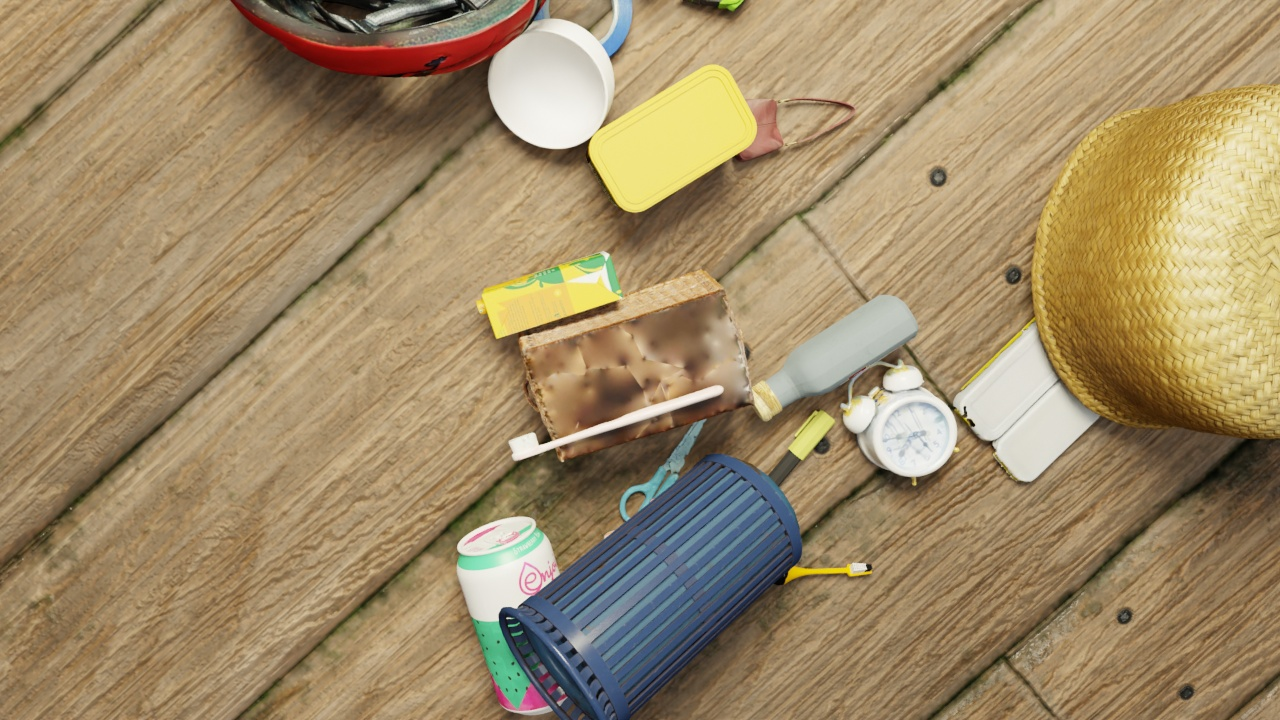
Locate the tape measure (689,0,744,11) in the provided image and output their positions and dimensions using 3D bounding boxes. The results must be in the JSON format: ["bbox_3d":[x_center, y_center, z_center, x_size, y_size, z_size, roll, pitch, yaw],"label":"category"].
[{"bbox_3d":[0.071,-0.339,0.797,0.058,0.035,0.066,20,100,-1],"label":"tape measure"}]

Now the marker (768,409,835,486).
[{"bbox_3d":[0.142,0.100,0.892,0.021,0.017,0.124,41,95,21],"label":"marker"}]

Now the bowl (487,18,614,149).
[{"bbox_3d":[-0.071,-0.237,0.775,0.105,0.054,0.105,8,131,9],"label":"bowl"}]

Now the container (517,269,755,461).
[{"bbox_3d":[-0.005,0.005,0.809,0.198,0.112,0.114,-18,102,-2],"label":"container"}]

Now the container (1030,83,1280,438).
[{"bbox_3d":[0.525,-0.078,0.805,0.306,0.196,0.307,-1,96,-10],"label":"container"}]

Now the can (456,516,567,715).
[{"bbox_3d":[-0.109,0.236,0.848,0.088,0.088,0.166,-16,101,-4],"label":"can"}]

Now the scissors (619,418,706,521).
[{"bbox_3d":[0.028,0.105,0.884,0.056,0.015,0.136,30,89,-13],"label":"scissors"}]

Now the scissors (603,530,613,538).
[{"bbox_3d":[-0.010,0.224,0.898,0.125,0.011,0.128,-25,102,-3],"label":"scissors"}]

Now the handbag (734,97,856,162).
[{"bbox_3d":[0.139,-0.218,0.834,0.119,0.029,0.055,-13,100,-10],"label":"handbag"}]

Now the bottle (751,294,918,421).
[{"bbox_3d":[0.173,0.000,0.850,0.161,0.072,0.046,-33,97,-1],"label":"bottle"}]

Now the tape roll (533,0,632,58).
[{"bbox_3d":[-0.053,-0.304,0.796,0.091,0.016,0.093,-36,102,0],"label":"tape roll"}]

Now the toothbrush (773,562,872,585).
[{"bbox_3d":[0.136,0.210,0.907,0.196,0.031,0.031,1,144,-12],"label":"toothbrush"}]

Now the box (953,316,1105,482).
[{"bbox_3d":[0.419,0.015,0.911,0.209,0.023,0.127,-45,101,1],"label":"box"}]

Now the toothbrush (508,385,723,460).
[{"bbox_3d":[-0.019,0.047,0.748,0.181,0.015,0.018,-17,96,-2],"label":"toothbrush"}]

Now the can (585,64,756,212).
[{"bbox_3d":[0.020,-0.186,0.783,0.131,0.101,0.072,-32,102,-1],"label":"can"}]

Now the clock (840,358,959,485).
[{"bbox_3d":[0.247,0.056,0.882,0.089,0.052,0.125,-40,99,2],"label":"clock"}]

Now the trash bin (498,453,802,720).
[{"bbox_3d":[0.019,0.195,0.793,0.248,0.139,0.139,-35,104,-28],"label":"trash bin"}]

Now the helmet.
[{"bbox_3d":[-0.186,-0.320,0.697,0.272,0.167,0.217,3,85,1],"label":"helmet"}]

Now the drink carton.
[{"bbox_3d":[-0.082,-0.059,0.815,0.122,0.058,0.041,-17,101,-4],"label":"drink carton"}]
